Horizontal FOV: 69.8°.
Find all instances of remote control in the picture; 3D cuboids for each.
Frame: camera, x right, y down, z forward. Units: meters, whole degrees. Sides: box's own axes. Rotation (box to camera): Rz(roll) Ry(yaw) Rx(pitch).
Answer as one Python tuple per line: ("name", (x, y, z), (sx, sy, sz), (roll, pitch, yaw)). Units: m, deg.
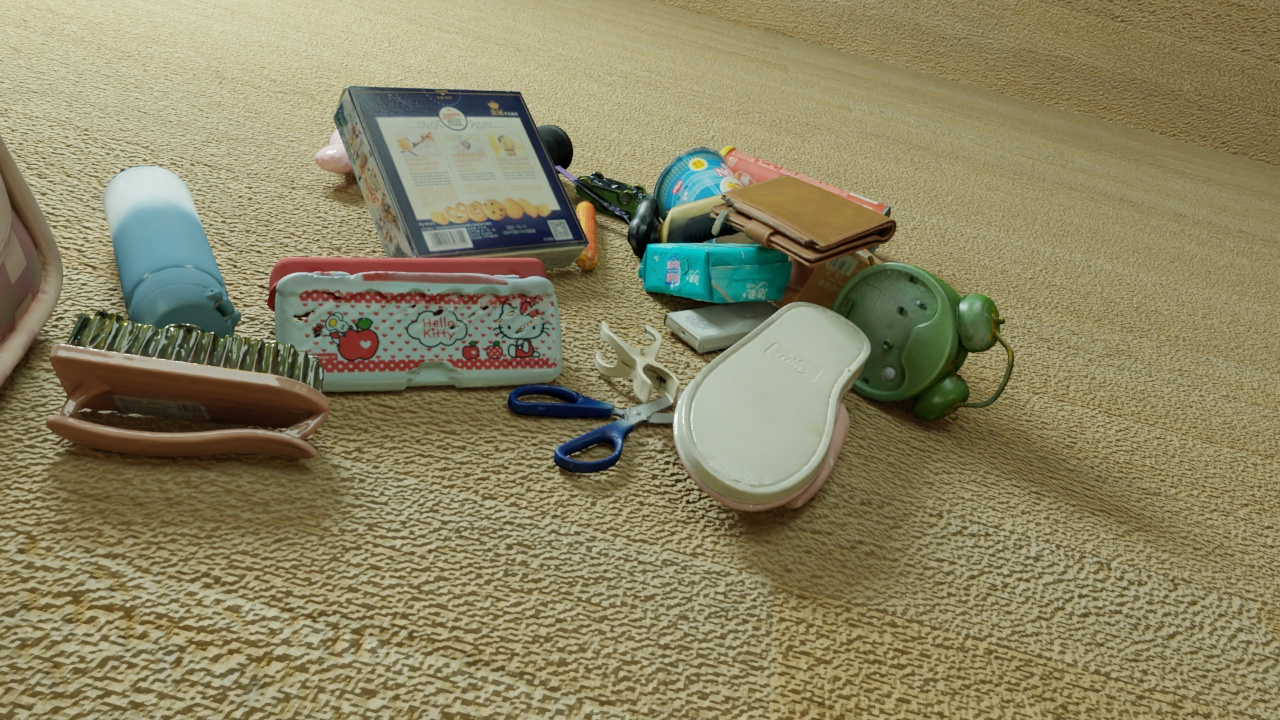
("remote control", (0.081, -0.034, 0.825), (0.124, 0.024, 0.049), (-12, 38, -39))

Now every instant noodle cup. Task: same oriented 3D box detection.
("instant noodle cup", (0.081, -0.160, 0.991), (0.099, 0.099, 0.110), (-6, 42, -34))

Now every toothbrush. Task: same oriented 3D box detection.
("toothbrush", (-0.031, -0.165, 0.982), (0.189, 0.017, 0.014), (40, 37, 19))

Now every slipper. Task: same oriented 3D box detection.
("slipper", (0.101, 0.032, 0.677), (0.114, 0.055, 0.273), (29, 35, 11))

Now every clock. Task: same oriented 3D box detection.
("clock", (0.234, -0.016, 0.772), (0.056, 0.116, 0.161), (-1, 28, -46))

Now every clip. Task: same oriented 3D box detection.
("clip", (-0.014, 0.002, 0.692), (0.086, 0.035, 0.104), (12, 22, -5))

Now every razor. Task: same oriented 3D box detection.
("razor", (0.068, -0.145, 0.911), (0.167, 0.067, 0.062), (-15, -15, 8))

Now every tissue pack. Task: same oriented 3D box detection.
("tissue pack", (0.066, -0.082, 0.846), (0.093, 0.050, 0.133), (-5, 12, -28))

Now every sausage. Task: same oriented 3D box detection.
("sausage", (-0.055, -0.128, 0.934), (0.021, 0.021, 0.165), (10, 28, -9))

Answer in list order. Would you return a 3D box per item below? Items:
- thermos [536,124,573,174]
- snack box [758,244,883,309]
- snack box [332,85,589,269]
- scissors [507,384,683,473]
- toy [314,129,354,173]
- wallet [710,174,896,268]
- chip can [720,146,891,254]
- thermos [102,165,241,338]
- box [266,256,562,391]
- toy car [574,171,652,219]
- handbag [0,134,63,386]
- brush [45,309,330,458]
("thermos", (-0.162, -0.205, 0.990), (0.090, 0.068, 0.241), (-5, 18, 25))
("snack box", (0.171, -0.083, 0.877), (0.092, 0.077, 0.094), (18, 23, -33))
("snack box", (-0.159, -0.162, 0.830), (0.177, 0.046, 0.182), (-11, 69, -39))
("scissors", (-0.018, 0.039, 0.659), (0.163, 0.012, 0.162), (20, 27, 10))
("toy", (-0.274, -0.221, 0.963), (0.121, 0.054, 0.159), (9, 27, 5))
("wallet", (0.136, -0.125, 0.808), (0.118, 0.035, 0.131), (-24, 40, -27))
("chip can", (0.189, -0.192, 1.110), (0.217, 0.073, 0.073), (24, 30, 17))
("thermos", (-0.337, -0.068, 0.648), (0.070, 0.070, 0.220), (-5, 34, -32))
("box", (-0.165, -0.024, 0.676), (0.200, 0.100, 0.095), (-2, -8, -26))
("toy car", (-0.032, -0.186, 1.033), (0.091, 0.036, 0.043), (23, 30, 14))
("handbag", (-0.393, -0.093, 0.484), (0.093, 0.235, 0.193), (5, 30, -14))
("brush", (-0.257, 0.022, 0.534), (0.145, 0.063, 0.073), (9, 58, -14))
